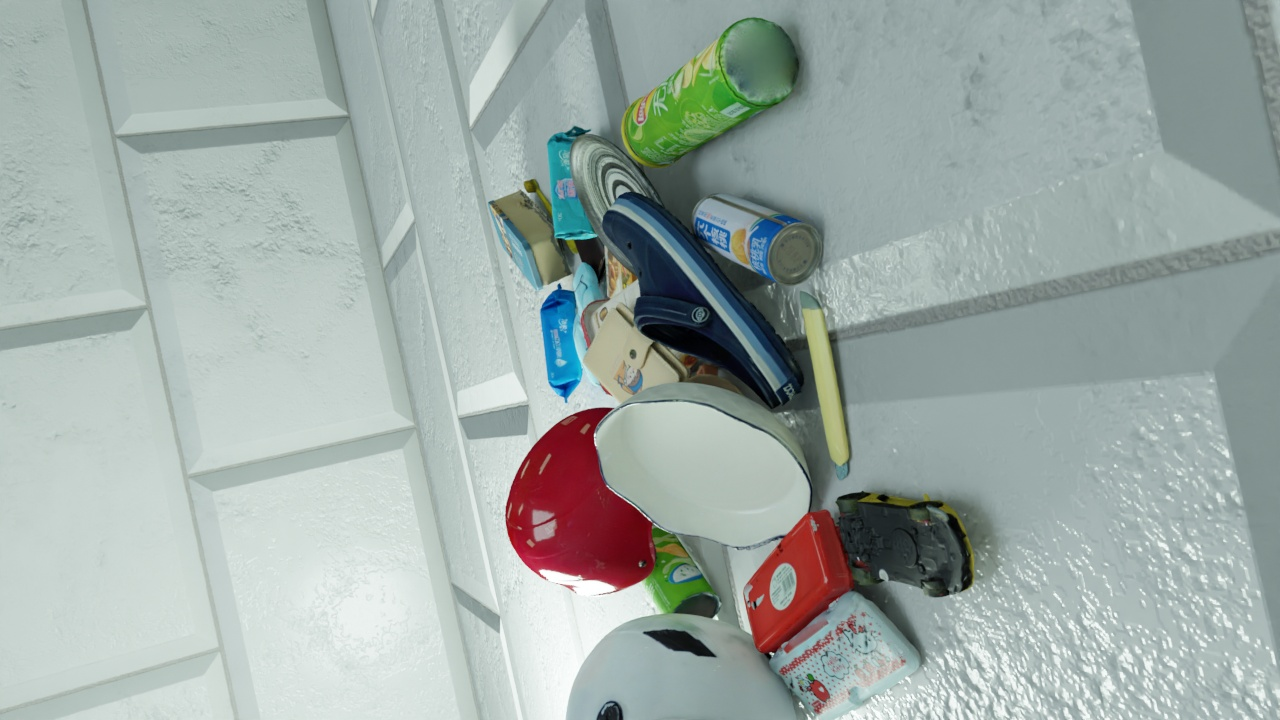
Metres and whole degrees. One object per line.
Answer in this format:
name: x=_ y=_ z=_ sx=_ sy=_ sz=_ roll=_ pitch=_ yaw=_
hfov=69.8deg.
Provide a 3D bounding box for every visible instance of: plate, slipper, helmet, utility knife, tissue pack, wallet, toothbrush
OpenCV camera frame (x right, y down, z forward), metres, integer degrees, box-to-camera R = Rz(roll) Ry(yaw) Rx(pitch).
plate: x=-0.014 y=-0.163 z=0.977 sx=0.179 sy=0.024 sz=0.180 roll=47 pitch=160 yaw=23
slipper: x=0.044 y=-0.045 z=0.839 sx=0.253 sy=0.095 sz=0.105 roll=49 pitch=176 yaw=24
helmet: x=0.040 y=0.341 z=0.963 sx=0.259 sy=0.228 sz=0.145 roll=-39 pitch=46 yaw=42
utility knife: x=0.154 y=0.023 z=0.769 sx=0.031 sy=0.018 sz=0.167 roll=-168 pitch=69 yaw=-70
tissue pack: x=-0.073 y=-0.211 z=1.092 sx=0.093 sy=0.050 sz=0.133 roll=-56 pitch=-36 yaw=-71
helmet: x=-0.076 y=0.156 z=1.101 sx=0.207 sy=0.143 sz=0.239 roll=-4 pitch=70 yaw=50
plate: x=0.060 y=0.095 z=0.847 sx=0.205 sy=0.205 sz=0.045 roll=108 pitch=-175 yaw=-50
wallet: x=-0.005 y=0.005 z=0.896 sx=0.115 sy=0.024 sz=0.087 roll=47 pitch=122 yaw=32
tissue pack: x=-0.107 y=-0.026 z=1.285 sx=0.095 sy=0.052 sz=0.157 roll=-96 pitch=1 yaw=-75
toothbrush: x=-0.129 y=-0.209 z=1.315 sx=0.190 sy=0.016 sz=0.016 roll=-124 pitch=30 yaw=-42
wallet: x=-0.071 y=-0.164 z=1.200 sx=0.096 sy=0.020 sz=0.122 roll=116 pitch=135 yaw=-63

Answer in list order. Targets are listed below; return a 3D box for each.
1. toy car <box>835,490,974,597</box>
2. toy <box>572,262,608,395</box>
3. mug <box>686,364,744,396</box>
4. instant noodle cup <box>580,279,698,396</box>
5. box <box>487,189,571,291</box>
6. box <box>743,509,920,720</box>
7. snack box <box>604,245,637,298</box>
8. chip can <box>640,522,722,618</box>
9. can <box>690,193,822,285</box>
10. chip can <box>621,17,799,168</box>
toy car: x=0.198 y=0.136 z=0.690 sx=0.156 sy=0.041 sz=0.071 roll=167 pitch=91 yaw=-69
toy: x=-0.063 y=-0.036 z=1.199 sx=0.156 sy=0.049 sz=0.161 roll=93 pitch=161 yaw=-53
mug: x=0.060 y=0.063 z=0.945 sx=0.106 sy=0.081 sz=0.114 roll=113 pitch=166 yaw=-56
instant noodle cup: x=0.016 y=-0.033 z=0.960 sx=0.124 sy=0.116 sz=0.116 roll=-41 pitch=62 yaw=51
box: x=-0.159 y=-0.174 z=1.326 sx=0.184 sy=0.062 sz=0.090 roll=51 pitch=162 yaw=52
box: x=0.158 y=0.237 z=0.827 sx=0.161 sy=0.058 sz=0.202 roll=62 pitch=154 yaw=26
snack box: x=-0.018 y=-0.140 z=1.077 sx=0.075 sy=0.026 sz=0.154 roll=36 pitch=133 yaw=57
chip can: x=0.012 y=0.231 z=1.133 sx=0.236 sy=0.072 sz=0.072 roll=-128 pitch=34 yaw=-47
can: x=0.096 y=-0.108 z=0.792 sx=0.134 sy=0.053 sz=0.053 roll=-142 pitch=45 yaw=-57
chip can: x=0.055 y=-0.229 z=0.805 sx=0.222 sy=0.072 sz=0.072 roll=175 pitch=83 yaw=-67
